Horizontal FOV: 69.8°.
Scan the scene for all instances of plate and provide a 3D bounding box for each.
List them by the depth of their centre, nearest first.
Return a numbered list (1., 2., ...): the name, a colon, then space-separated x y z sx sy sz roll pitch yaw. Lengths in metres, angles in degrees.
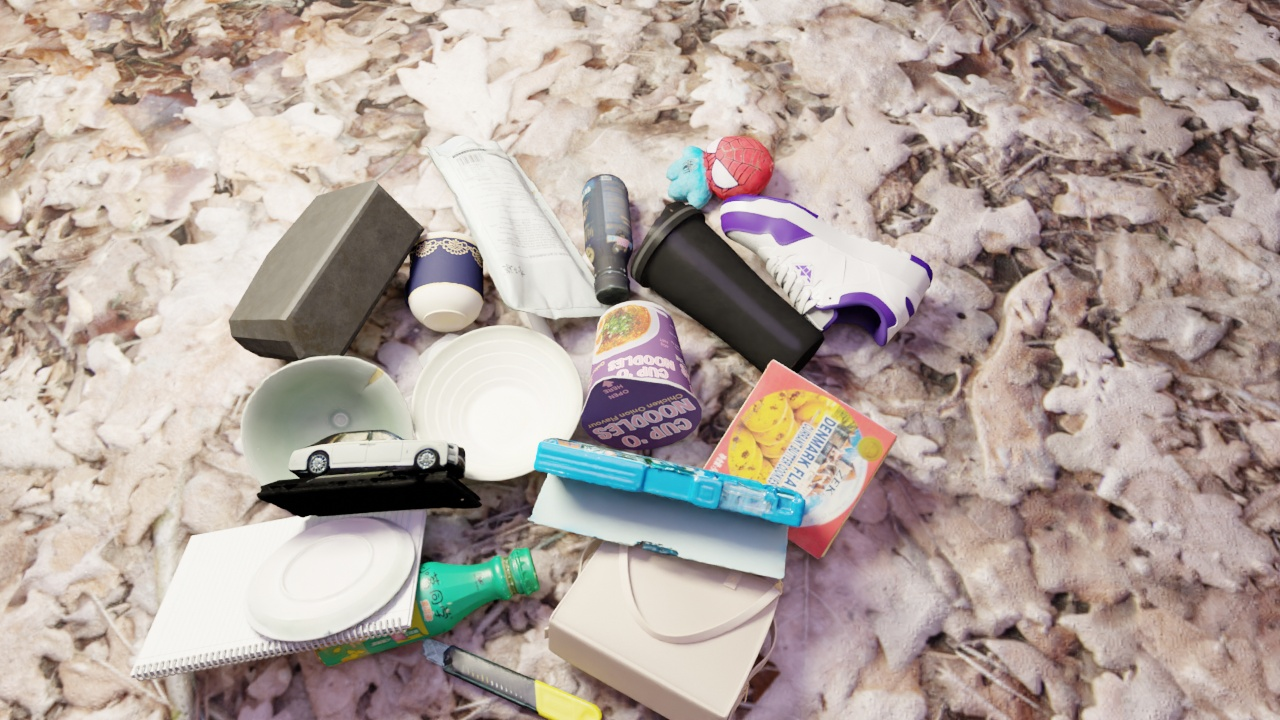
1. plate: -0.286 0.192 0.841 0.157 0.014 0.156 -7 31 4

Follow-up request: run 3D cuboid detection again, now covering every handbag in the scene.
1. handbag: 0.038 0.218 0.860 0.195 0.101 0.197 25 54 14
2. handbag: -0.359 -0.084 1.007 0.200 0.102 0.197 5 60 41

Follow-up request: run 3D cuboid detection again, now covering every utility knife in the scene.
1. utility knife: -0.124 0.300 0.853 0.188 0.020 0.028 21 63 11

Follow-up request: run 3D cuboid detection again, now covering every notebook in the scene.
1. notebook: -0.327 0.205 0.859 0.245 0.013 0.177 -11 33 0

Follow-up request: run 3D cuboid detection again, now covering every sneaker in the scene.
1. sneaker: 0.188 -0.092 1.011 0.244 0.092 0.111 23 77 7

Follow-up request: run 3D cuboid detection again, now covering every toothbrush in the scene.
1. toothbrush: -0.138 -0.093 1.062 0.019 0.018 0.187 -20 63 -11

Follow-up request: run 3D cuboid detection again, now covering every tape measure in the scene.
1. tape measure: -0.208 0.005 1.011 0.060 0.020 0.062 -34 66 -15

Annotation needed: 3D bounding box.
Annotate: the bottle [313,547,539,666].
1. bottle: -0.201 0.226 0.867 0.209 0.068 0.068 -15 63 -6

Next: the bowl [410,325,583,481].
1. bowl: -0.146 0.053 0.963 0.177 0.058 0.176 -1 62 1

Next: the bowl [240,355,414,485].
1. bowl: -0.313 0.071 0.948 0.174 0.068 0.174 -1 104 -3

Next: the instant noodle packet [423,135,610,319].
1. instant noodle packet: -0.146 -0.150 1.057 0.146 0.057 0.269 -4 54 -43

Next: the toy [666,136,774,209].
1. toy: 0.095 -0.229 1.106 0.133 0.062 0.092 -9 54 10

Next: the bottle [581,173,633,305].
1. bottle: -0.037 -0.140 1.063 0.056 0.056 0.160 -5 62 -1

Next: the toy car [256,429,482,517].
1. toy car: -0.255 0.104 0.880 0.192 0.094 0.071 -5 68 11

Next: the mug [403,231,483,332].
1. mug: -0.227 -0.078 1.029 0.112 0.085 0.089 -21 60 31

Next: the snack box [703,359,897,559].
1. snack box: 0.156 0.097 0.911 0.145 0.040 0.142 32 92 17

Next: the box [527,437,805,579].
1. box: 0.022 0.136 0.852 0.243 0.092 0.085 12 86 5

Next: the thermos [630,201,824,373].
1. thermos: 0.094 -0.069 1.001 0.218 0.106 0.105 42 71 15

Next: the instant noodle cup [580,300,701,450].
1. instant noodle cup: -0.006 0.006 0.952 0.122 0.137 0.121 -21 49 21
